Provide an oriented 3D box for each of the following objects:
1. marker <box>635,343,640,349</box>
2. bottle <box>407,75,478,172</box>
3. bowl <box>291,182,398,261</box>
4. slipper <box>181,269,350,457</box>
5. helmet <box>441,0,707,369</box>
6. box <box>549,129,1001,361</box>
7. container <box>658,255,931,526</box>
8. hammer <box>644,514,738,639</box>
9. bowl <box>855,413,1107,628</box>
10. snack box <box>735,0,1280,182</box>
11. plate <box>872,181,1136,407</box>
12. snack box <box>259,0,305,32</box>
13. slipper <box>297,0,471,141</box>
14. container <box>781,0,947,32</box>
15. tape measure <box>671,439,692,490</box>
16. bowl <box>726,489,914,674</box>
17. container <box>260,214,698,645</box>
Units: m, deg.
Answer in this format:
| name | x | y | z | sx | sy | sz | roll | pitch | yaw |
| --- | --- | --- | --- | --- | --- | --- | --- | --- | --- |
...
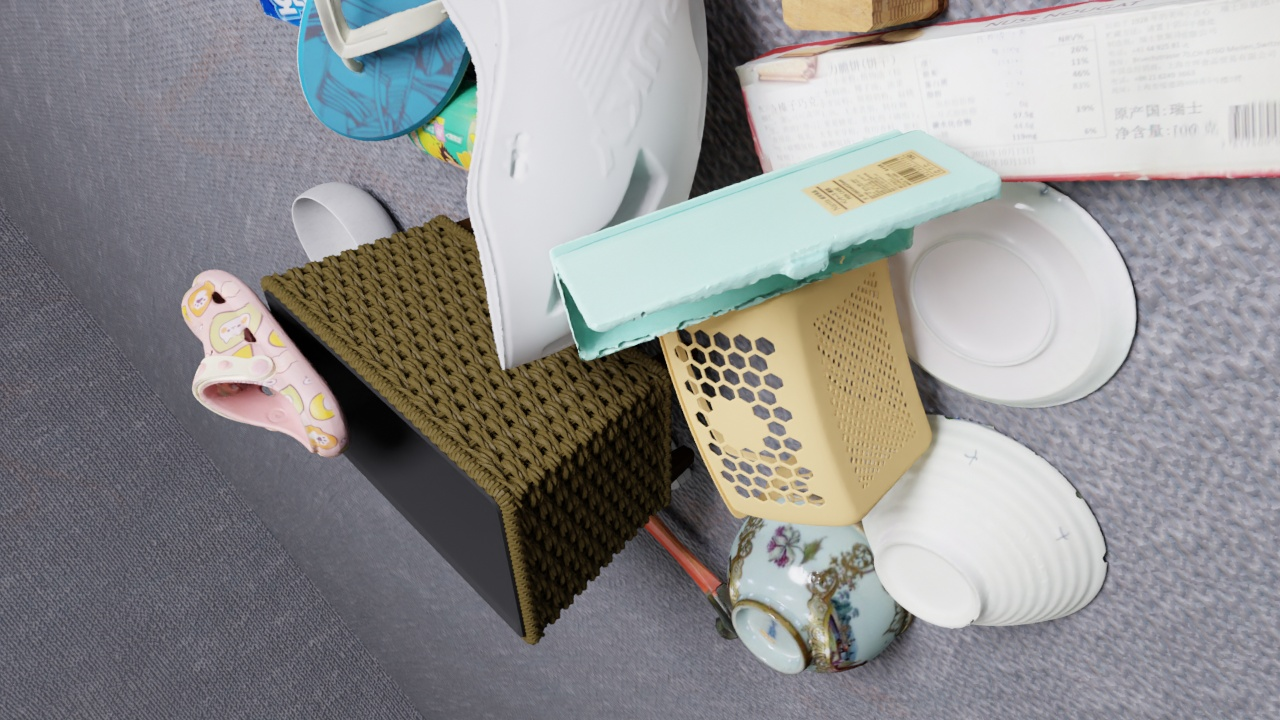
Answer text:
| name | x | y | z | sx | sy | sz | roll | pitch | yaw |
| --- | --- | --- | --- | --- | --- | --- | --- | --- | --- |
| marker | -0.005 | 0.005 | 0.790 | 0.015 | 0.018 | 0.134 | -10 | 124 | 5 |
| bottle | -0.151 | -0.193 | 0.724 | 0.210 | 0.067 | 0.068 | 28 | 141 | 30 |
| bowl | -0.296 | -0.127 | 0.962 | 0.132 | 0.064 | 0.132 | 31 | 142 | 27 |
| slipper | -0.312 | 0.015 | 0.731 | 0.197 | 0.081 | 0.093 | 43 | 149 | 18 |
| helmet | -0.058 | -0.135 | 0.515 | 0.224 | 0.184 | 0.282 | -153 | 72 | -83 |
| box | 0.058 | -0.044 | 0.427 | 0.109 | 0.187 | 0.078 | -126 | 17 | -59 |
| container | 0.077 | 0.003 | 0.589 | 0.167 | 0.129 | 0.183 | 11 | 131 | 49 |
| hammer | -0.011 | 0.138 | 0.902 | 0.333 | 0.033 | 0.133 | 44 | 162 | 15 |
| bowl | 0.206 | 0.127 | 0.614 | 0.177 | 0.070 | 0.178 | 30 | 142 | 27 |
| snack box | 0.169 | -0.125 | 0.438 | 0.273 | 0.044 | 0.077 | 9 | 128 | 46 |
| plate | 0.195 | -0.035 | 0.519 | 0.157 | 0.014 | 0.157 | 31 | 143 | 27 |
| snack box | -0.226 | -0.289 | 0.729 | 0.226 | 0.059 | 0.059 | 27 | 144 | 32 |
| slipper | -0.156 | -0.263 | 0.592 | 0.118 | 0.060 | 0.296 | 11 | 128 | -16 |
| container | 0.099 | -0.206 | 0.422 | 0.063 | 0.061 | 0.114 | 20 | 136 | 38 |
| tape measure | 0.017 | 0.091 | 0.846 | 0.062 | 0.020 | 0.060 | 58 | 152 | -10 |
| bowl | 0.130 | 0.197 | 0.750 | 0.160 | 0.093 | 0.160 | 31 | 142 | 28 |
| container | -0.118 | 0.025 | 0.747 | 0.321 | 0.204 | 0.177 | 35 | 144 | 32 |
